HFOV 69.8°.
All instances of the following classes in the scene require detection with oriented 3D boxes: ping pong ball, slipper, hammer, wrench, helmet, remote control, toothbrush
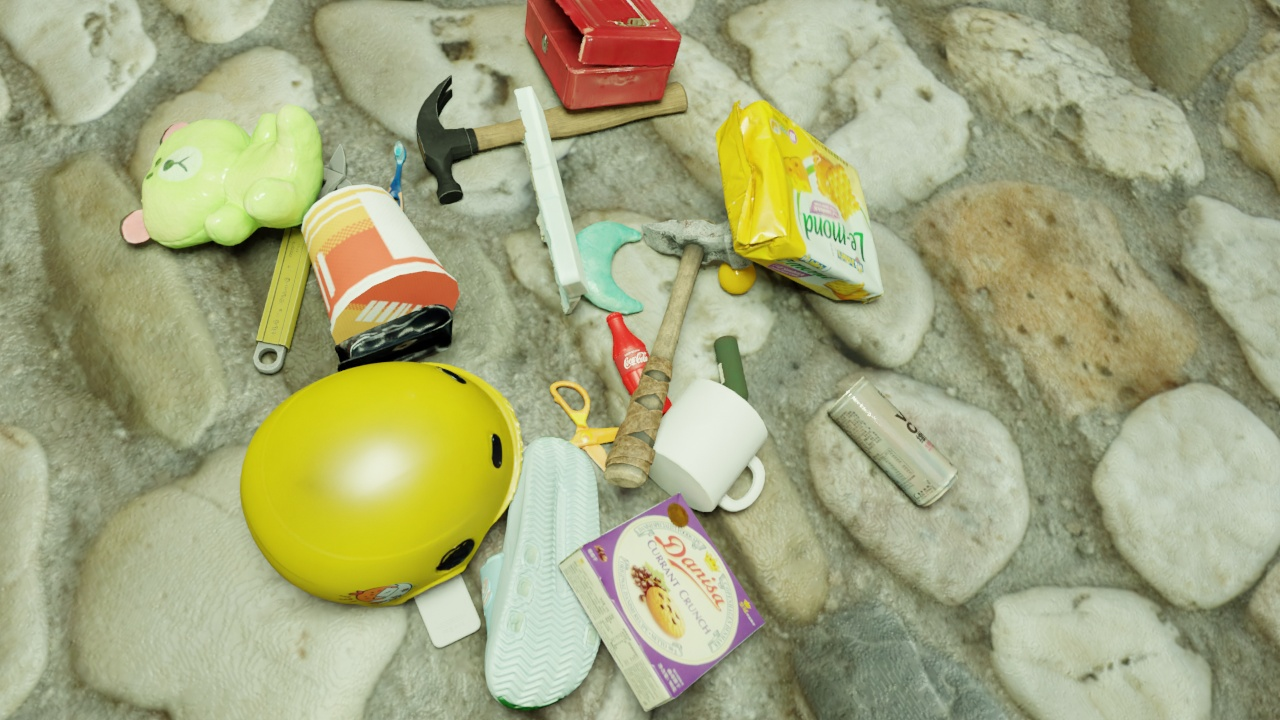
[{"bbox_3d":[0.103,-0.091,0.976,0.040,0.040,0.040,3,68,-8],"label":"ping pong ball"},{"bbox_3d":[-0.089,0.185,0.815,0.104,0.074,0.244,25,52,-31],"label":"slipper"},{"bbox_3d":[0.024,-0.020,0.885,0.122,0.049,0.317,3,54,21],"label":"hammer"},{"bbox_3d":[-0.351,-0.114,0.927,0.083,0.018,0.272,8,68,-5],"label":"wrench"},{"bbox_3d":[-0.227,0.094,0.770,0.240,0.139,0.209,-34,76,2],"label":"helmet"},{"bbox_3d":[-0.194,0.186,0.838,0.045,0.008,0.146,-23,74,-16],"label":"remote control"},{"bbox_3d":[-0.258,-0.172,0.965,0.021,0.017,0.135,-1,68,1],"label":"toothbrush"},{"bbox_3d":[-0.094,-0.269,1.021,0.305,0.040,0.132,-16,75,-15],"label":"hammer"}]

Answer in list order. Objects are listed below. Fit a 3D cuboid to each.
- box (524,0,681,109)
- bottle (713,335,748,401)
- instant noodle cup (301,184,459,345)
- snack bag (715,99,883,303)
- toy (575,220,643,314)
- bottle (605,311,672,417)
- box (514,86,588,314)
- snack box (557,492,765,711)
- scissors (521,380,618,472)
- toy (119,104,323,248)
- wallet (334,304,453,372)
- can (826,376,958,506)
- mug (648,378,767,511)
[{"bbox_3d":[-0.046,-0.357,1.011,0.129,0.093,0.157,-11,50,-22],"label":"box"},{"bbox_3d":[0.096,0.026,0.937,0.025,0.025,0.106,-6,70,-11],"label":"bottle"},{"bbox_3d":[-0.257,-0.092,0.882,0.123,0.124,0.121,-25,69,-17],"label":"instant noodle cup"},{"bbox_3d":[0.161,-0.154,0.937,0.247,0.068,0.159,16,63,-48],"label":"snack bag"},{"bbox_3d":[-0.037,-0.099,0.965,0.085,0.033,0.105,6,69,-21],"label":"toy"},{"bbox_3d":[-0.005,0.005,0.923,0.036,0.036,0.119,-19,72,-15],"label":"bottle"},{"bbox_3d":[-0.088,-0.153,0.905,0.041,0.134,0.197,-13,81,-2],"label":"box"},{"bbox_3d":[0.021,0.206,0.808,0.147,0.041,0.143,-20,72,-49],"label":"snack box"},{"bbox_3d":[-0.060,0.079,0.900,0.128,0.011,0.125,-36,77,-17],"label":"scissors"},{"bbox_3d":[-0.395,-0.171,0.890,0.197,0.107,0.150,2,70,31],"label":"toy"},{"bbox_3d":[-0.232,-0.014,0.869,0.114,0.089,0.026,-23,79,-18],"label":"wallet"},{"bbox_3d":[0.254,0.082,0.924,0.054,0.054,0.135,-39,79,-20],"label":"can"},{"bbox_3d":[0.069,0.091,0.876,0.121,0.091,0.090,44,68,-9],"label":"mug"}]
